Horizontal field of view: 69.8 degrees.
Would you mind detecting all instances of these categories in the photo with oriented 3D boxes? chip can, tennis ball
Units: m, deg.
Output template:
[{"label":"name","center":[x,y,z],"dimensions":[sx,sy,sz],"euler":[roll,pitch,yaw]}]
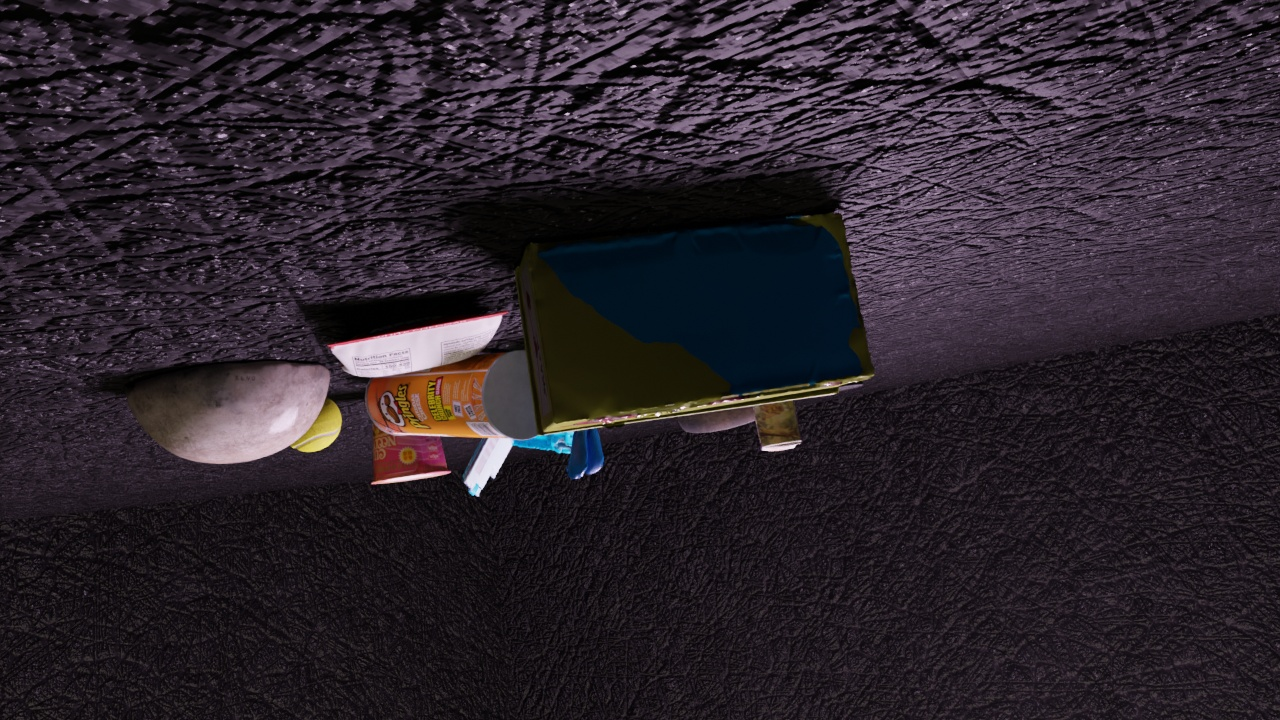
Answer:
[{"label":"chip can","center":[-0.168,0.033,0.835],"dimensions":[0.075,0.075,0.215],"euler":[-3,179,-42]},{"label":"tennis ball","center":[-0.371,0.070,1.030],"dimensions":[0.065,0.065,0.065],"euler":[-9,173,-1]}]

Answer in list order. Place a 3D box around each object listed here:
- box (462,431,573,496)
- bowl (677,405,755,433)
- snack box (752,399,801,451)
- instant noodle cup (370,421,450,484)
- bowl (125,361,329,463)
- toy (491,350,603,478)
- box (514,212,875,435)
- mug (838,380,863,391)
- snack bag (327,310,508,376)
[{"label":"box","center":[-0.151,0.096,1.137],"dimensions":[0.169,0.086,0.227],"euler":[-27,169,-11]},{"label":"bowl","center":[0.118,0.030,1.183],"dimensions":[0.162,0.070,0.162],"euler":[-19,-170,3]},{"label":"snack box","center":[0.131,0.018,0.942],"dimensions":[0.040,0.148,0.143],"euler":[-11,172,6]},{"label":"instant noodle cup","center":[-0.291,0.093,1.137],"dimensions":[0.097,0.108,0.098],"euler":[-9,173,-1]},{"label":"bowl","center":[-0.380,0.055,0.864],"dimensions":[0.178,0.081,0.178],"euler":[-10,174,-1]},{"label":"toy","center":[-0.099,0.044,0.964],"dimensions":[0.071,0.176,0.112],"euler":[-53,153,20]},{"label":"box","center":[0.035,-0.024,0.616],"dimensions":[0.220,0.124,0.083],"euler":[-9,173,-15]},{"label":"mug","center":[0.200,-0.004,1.093],"dimensions":[0.114,0.088,0.078],"euler":[-10,173,8]},{"label":"snack bag","center":[-0.179,-0.013,0.737],"dimensions":[0.130,0.039,0.144],"euler":[-12,177,-16]}]
